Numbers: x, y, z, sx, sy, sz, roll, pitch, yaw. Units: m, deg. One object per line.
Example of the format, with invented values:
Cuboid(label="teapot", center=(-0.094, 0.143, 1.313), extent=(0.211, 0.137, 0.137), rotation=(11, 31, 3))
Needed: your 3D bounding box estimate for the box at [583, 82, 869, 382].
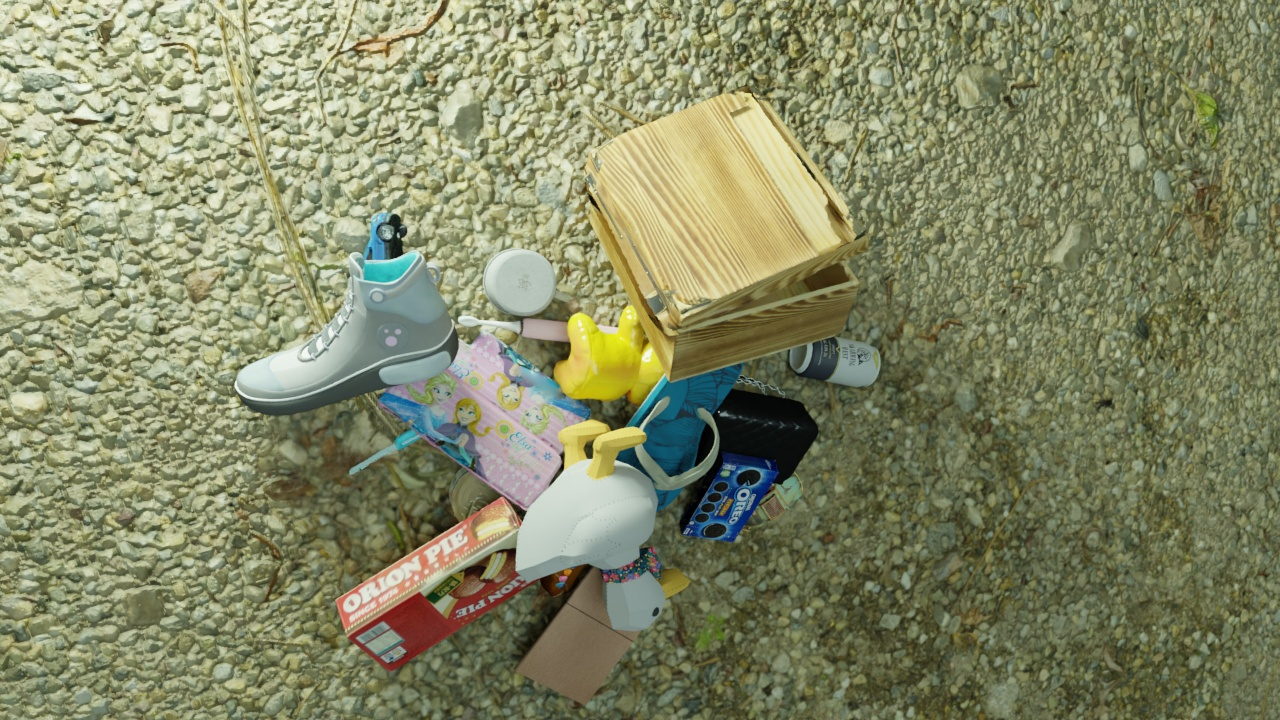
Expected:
Cuboid(label="box", center=(0.083, -0.151, 1.075), extent=(0.247, 0.176, 0.279), rotation=(-17, 58, -14))

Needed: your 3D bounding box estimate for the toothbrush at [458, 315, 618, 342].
Cuboid(label="toothbrush", center=(-0.121, -0.040, 1.170), extent=(0.222, 0.026, 0.027), rotation=(6, 102, -18))

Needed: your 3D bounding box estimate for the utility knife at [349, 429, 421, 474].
Cuboid(label="utility knife", center=(-0.287, 0.097, 1.143), extent=(0.168, 0.015, 0.022), rotation=(-32, 135, -10))

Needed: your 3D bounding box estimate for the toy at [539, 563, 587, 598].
Cuboid(label="toy", center=(-0.088, 0.266, 1.182), extent=(0.090, 0.103, 0.070), rotation=(-41, 101, -3))

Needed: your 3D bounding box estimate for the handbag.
Cuboid(label="handbag", center=(0.142, 0.097, 1.254), extent=(0.153, 0.114, 0.125), rotation=(9, 118, -22))

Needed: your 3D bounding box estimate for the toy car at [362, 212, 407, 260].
Cuboid(label="toy car", center=(-0.304, -0.116, 1.088), extent=(0.043, 0.056, 0.120), rotation=(4, 102, 5))

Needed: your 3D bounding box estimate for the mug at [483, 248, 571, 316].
Cuboid(label="mug", center=(-0.135, -0.092, 1.137), extent=(0.113, 0.070, 0.084), rotation=(16, 92, -17))

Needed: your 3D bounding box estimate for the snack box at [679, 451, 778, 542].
Cuboid(label="snack box", center=(0.117, 0.185, 1.233), extent=(0.082, 0.027, 0.151), rotation=(12, 129, -17))

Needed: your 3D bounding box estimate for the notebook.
Cuboid(label="notebook", center=(-0.056, 0.351, 1.227), extent=(0.209, 0.008, 0.141), rotation=(-52, 127, -5))

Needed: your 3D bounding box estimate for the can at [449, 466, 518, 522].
Cuboid(label="can", center=(-0.198, 0.171, 1.164), extent=(0.086, 0.043, 0.086), rotation=(-2, 97, -17))

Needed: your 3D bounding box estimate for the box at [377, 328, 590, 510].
Cuboid(label="box", center=(-0.185, 0.058, 1.138), extent=(0.230, 0.035, 0.159), rotation=(38, 71, -10))

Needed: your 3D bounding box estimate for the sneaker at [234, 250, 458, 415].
Cuboid(label="sneaker", center=(-0.342, -0.038, 1.028), extent=(0.256, 0.093, 0.161), rotation=(-13, 127, -6))

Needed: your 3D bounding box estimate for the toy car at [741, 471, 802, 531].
Cuboid(label="toy car", center=(0.183, 0.199, 1.286), extent=(0.112, 0.047, 0.047), rotation=(-35, 105, -8))

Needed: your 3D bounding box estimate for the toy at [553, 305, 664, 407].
Cuboid(label="toy", center=(-0.007, 0.007, 1.162), extent=(0.193, 0.087, 0.135), rotation=(11, 120, -26))

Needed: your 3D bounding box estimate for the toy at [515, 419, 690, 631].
Cuboid(label="toy", center=(-0.045, 0.211, 1.111), extent=(0.246, 0.141, 0.267), rotation=(-9, 99, -39))

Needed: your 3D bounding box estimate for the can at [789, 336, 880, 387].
Cuboid(label="can", center=(0.276, 0.000, 1.281), extent=(0.127, 0.064, 0.064), rotation=(10, 94, -19))

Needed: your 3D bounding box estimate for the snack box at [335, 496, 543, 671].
Cuboid(label="snack box", center=(-0.237, 0.275, 1.122), extent=(0.236, 0.060, 0.113), rotation=(-31, 138, -7))

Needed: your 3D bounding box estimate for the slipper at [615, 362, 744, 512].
Cuboid(label="slipper", center=(0.040, 0.098, 1.153), extent=(0.118, 0.060, 0.296), rotation=(18, 123, -15))
